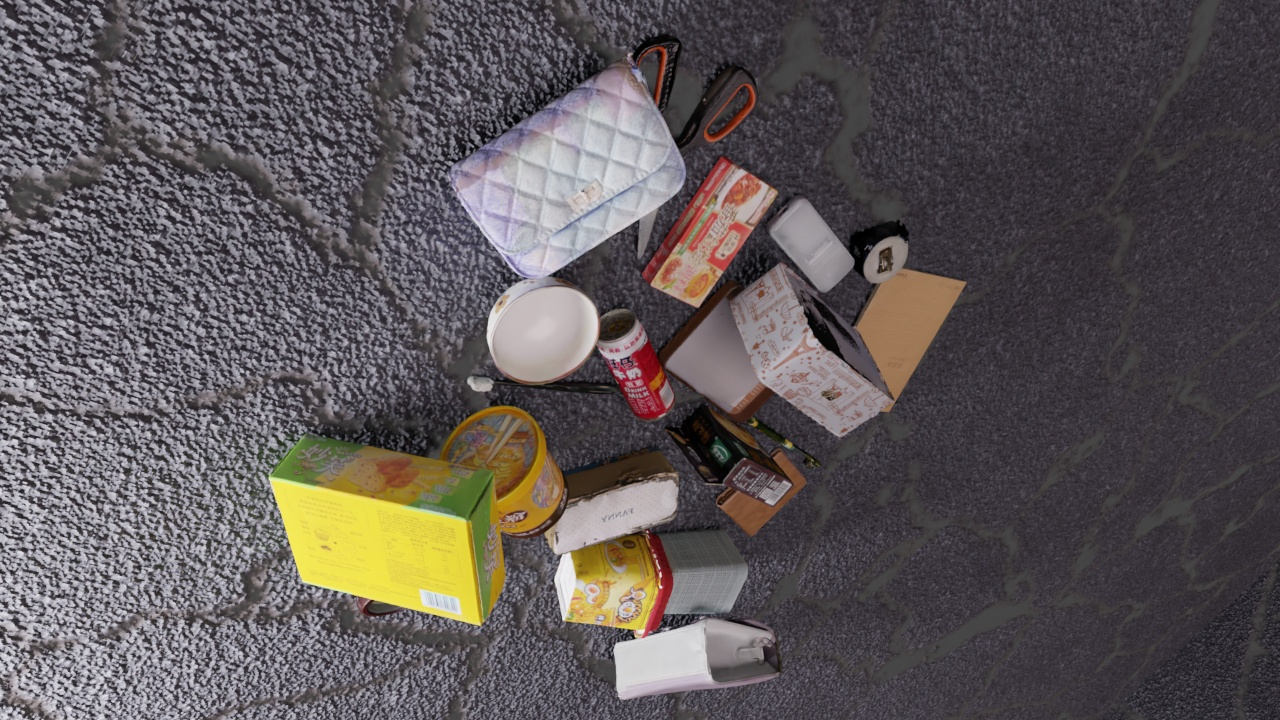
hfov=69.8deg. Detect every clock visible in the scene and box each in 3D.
[{"bbox_3d":[-0.281,0.251,1.033,0.082,0.055,0.122,-15,149,-22],"label":"clock"}]

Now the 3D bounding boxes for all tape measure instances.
[{"bbox_3d":[0.282,-0.126,1.085,0.065,0.033,0.066,-22,131,-11],"label":"tape measure"}]

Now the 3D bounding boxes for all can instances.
[{"bbox_3d":[-0.006,0.006,1.010,0.053,0.053,0.133,-31,133,-5],"label":"can"}]

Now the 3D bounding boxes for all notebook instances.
[{"bbox_3d":[0.325,-0.024,1.200,0.149,0.012,0.212,6,120,-33],"label":"notebook"}]

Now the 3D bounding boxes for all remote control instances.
[{"bbox_3d":[0.194,-0.131,1.041,0.056,0.020,0.136,-45,132,7],"label":"remote control"}]

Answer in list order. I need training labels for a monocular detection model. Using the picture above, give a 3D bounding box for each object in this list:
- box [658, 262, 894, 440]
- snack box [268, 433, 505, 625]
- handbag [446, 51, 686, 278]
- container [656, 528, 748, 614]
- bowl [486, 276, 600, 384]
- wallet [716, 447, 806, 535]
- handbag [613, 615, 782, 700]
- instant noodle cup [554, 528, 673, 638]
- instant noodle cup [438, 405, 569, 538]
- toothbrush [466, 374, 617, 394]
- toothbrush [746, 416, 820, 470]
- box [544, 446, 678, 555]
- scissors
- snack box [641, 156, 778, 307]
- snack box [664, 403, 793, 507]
[{"bbox_3d":[0.143,0.013,1.046,0.194,0.156,0.183,-39,132,22],"label":"box"},{"bbox_3d":[-0.246,0.168,0.915,0.210,0.069,0.158,10,128,12],"label":"snack box"},{"bbox_3d":[-0.060,-0.169,0.827,0.194,0.075,0.134,-33,130,3],"label":"handbag"},{"bbox_3d":[0.068,0.286,1.237,0.111,0.090,0.090,4,120,-28],"label":"container"},{"bbox_3d":[-0.103,-0.038,0.919,0.113,0.062,0.114,-15,128,-20],"label":"bowl"},{"bbox_3d":[0.169,0.181,1.262,0.115,0.020,0.101,-42,134,2],"label":"wallet"},{"bbox_3d":[0.077,0.415,1.282,0.144,0.098,0.198,17,149,-36],"label":"handbag"},{"bbox_3d":[-0.037,0.280,1.167,0.123,0.116,0.116,6,121,-19],"label":"instant noodle cup"},{"bbox_3d":[-0.140,0.127,0.991,0.118,0.118,0.114,-33,141,-3],"label":"instant noodle cup"},{"bbox_3d":[-0.102,0.029,1.002,0.180,0.018,0.016,4,118,-32],"label":"toothbrush"},{"bbox_3d":[0.187,0.109,1.222,0.017,0.012,0.185,-43,133,16],"label":"toothbrush"},{"bbox_3d":[-0.045,0.171,1.111,0.184,0.059,0.090,-11,127,-19],"label":"box"},{"bbox_3d":[0.017,-0.210,0.890,0.222,0.021,0.211,-34,130,5],"label":"scissors"},{"bbox_3d":[0.073,-0.133,0.969,0.075,0.025,0.153,22,111,-38],"label":"snack box"},{"bbox_3d":[0.108,0.115,1.113,0.125,0.113,0.053,30,104,-41],"label":"snack box"}]
